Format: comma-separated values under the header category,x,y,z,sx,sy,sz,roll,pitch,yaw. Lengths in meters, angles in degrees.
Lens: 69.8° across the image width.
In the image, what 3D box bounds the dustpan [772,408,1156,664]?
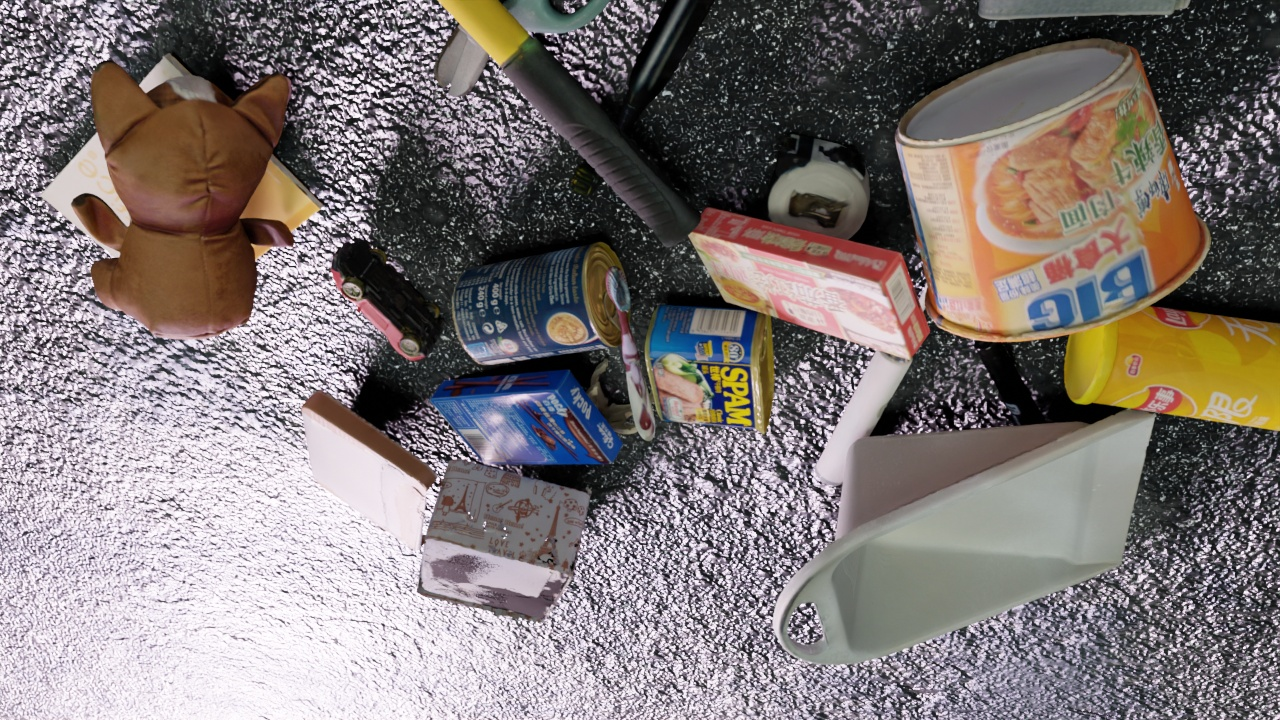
category,x,y,z,sx,sy,sz,roll,pitch,yaw
dustpan,0.237,0.157,0.692,0.258,0.142,0.223,0,141,21

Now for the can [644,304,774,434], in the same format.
category,x,y,z,sx,sy,sz,roll,pitch,yaw
can,0.053,0.006,0.680,0.083,0.057,0.102,4,141,15

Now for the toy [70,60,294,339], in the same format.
category,x,y,z,sx,sy,sz,roll,pitch,yaw
toy,-0.318,-0.115,0.644,0.130,0.139,0.200,50,137,27

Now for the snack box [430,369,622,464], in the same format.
category,x,y,z,sx,sy,sz,roll,pitch,yaw
snack box,-0.097,0.050,0.761,0.157,0.026,0.084,-5,130,40

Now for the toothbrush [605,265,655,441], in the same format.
category,x,y,z,sx,sy,sz,roll,pitch,yaw
toothbrush,-0.004,0.004,0.658,0.016,0.017,0.188,-21,140,-8

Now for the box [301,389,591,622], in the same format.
category,x,y,z,sx,sy,sz,roll,pitch,yaw
box,-0.188,0.139,0.828,0.261,0.102,0.179,17,148,-6

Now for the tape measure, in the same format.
category,x,y,z,sx,sy,sz,roll,pitch,yaw
tape measure,0.113,-0.106,0.588,0.066,0.033,0.066,13,134,5

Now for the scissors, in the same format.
category,x,y,z,sx,sy,sz,roll,pitch,yaw
scissors,-0.064,-0.214,0.556,0.129,0.019,0.186,20,134,-1

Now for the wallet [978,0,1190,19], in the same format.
category,x,y,z,sx,sy,sz,roll,pitch,yaw
wallet,0.224,-0.235,0.444,0.107,0.036,0.130,8,132,24

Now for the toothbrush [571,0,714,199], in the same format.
category,x,y,z,sx,sy,sz,roll,pitch,yaw
toothbrush,0.007,-0.179,0.560,0.027,0.026,0.213,23,133,-15

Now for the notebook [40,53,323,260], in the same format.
category,x,y,z,sx,sy,sz,roll,pitch,yaw
notebook,-0.363,-0.126,0.719,0.207,0.010,0.146,-25,120,32

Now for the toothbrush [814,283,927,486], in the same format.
category,x,y,z,sx,sy,sz,roll,pitch,yaw
toothbrush,0.178,0.015,0.680,0.026,0.026,0.222,26,133,11

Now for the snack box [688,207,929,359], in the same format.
category,x,y,z,sx,sy,sz,roll,pitch,yaw
snack box,0.104,-0.051,0.583,0.153,0.025,0.075,23,157,42

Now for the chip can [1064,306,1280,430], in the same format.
category,x,y,z,sx,sy,sz,roll,pitch,yaw
chip can,0.391,0.009,0.585,0.213,0.071,0.072,9,132,7

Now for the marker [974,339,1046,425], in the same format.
category,x,y,z,sx,sy,sz,roll,pitch,yaw
marker,0.279,0.031,0.671,0.022,0.020,0.132,-36,116,4

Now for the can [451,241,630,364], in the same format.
category,x,y,z,sx,sy,sz,roll,pitch,yaw
can,-0.073,-0.040,0.669,0.111,0.075,0.075,-8,127,22

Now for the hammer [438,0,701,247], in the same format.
category,x,y,z,sx,sy,sz,roll,pitch,yaw
hammer,-0.072,-0.183,0.548,0.129,0.032,0.300,-30,114,38

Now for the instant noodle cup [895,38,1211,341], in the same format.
category,x,y,z,sx,sy,sz,roll,pitch,yaw
instant noodle cup,0.214,-0.097,0.500,0.152,0.151,0.111,-15,116,26

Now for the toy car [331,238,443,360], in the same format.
category,x,y,z,sx,sy,sz,roll,pitch,yaw
toy car,-0.199,-0.047,0.717,0.031,0.049,0.106,-23,122,29

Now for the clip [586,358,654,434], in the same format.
category,x,y,z,sx,sy,sz,roll,pitch,yaw
clip,-0.018,0.047,0.758,0.096,0.034,0.101,10,136,9
